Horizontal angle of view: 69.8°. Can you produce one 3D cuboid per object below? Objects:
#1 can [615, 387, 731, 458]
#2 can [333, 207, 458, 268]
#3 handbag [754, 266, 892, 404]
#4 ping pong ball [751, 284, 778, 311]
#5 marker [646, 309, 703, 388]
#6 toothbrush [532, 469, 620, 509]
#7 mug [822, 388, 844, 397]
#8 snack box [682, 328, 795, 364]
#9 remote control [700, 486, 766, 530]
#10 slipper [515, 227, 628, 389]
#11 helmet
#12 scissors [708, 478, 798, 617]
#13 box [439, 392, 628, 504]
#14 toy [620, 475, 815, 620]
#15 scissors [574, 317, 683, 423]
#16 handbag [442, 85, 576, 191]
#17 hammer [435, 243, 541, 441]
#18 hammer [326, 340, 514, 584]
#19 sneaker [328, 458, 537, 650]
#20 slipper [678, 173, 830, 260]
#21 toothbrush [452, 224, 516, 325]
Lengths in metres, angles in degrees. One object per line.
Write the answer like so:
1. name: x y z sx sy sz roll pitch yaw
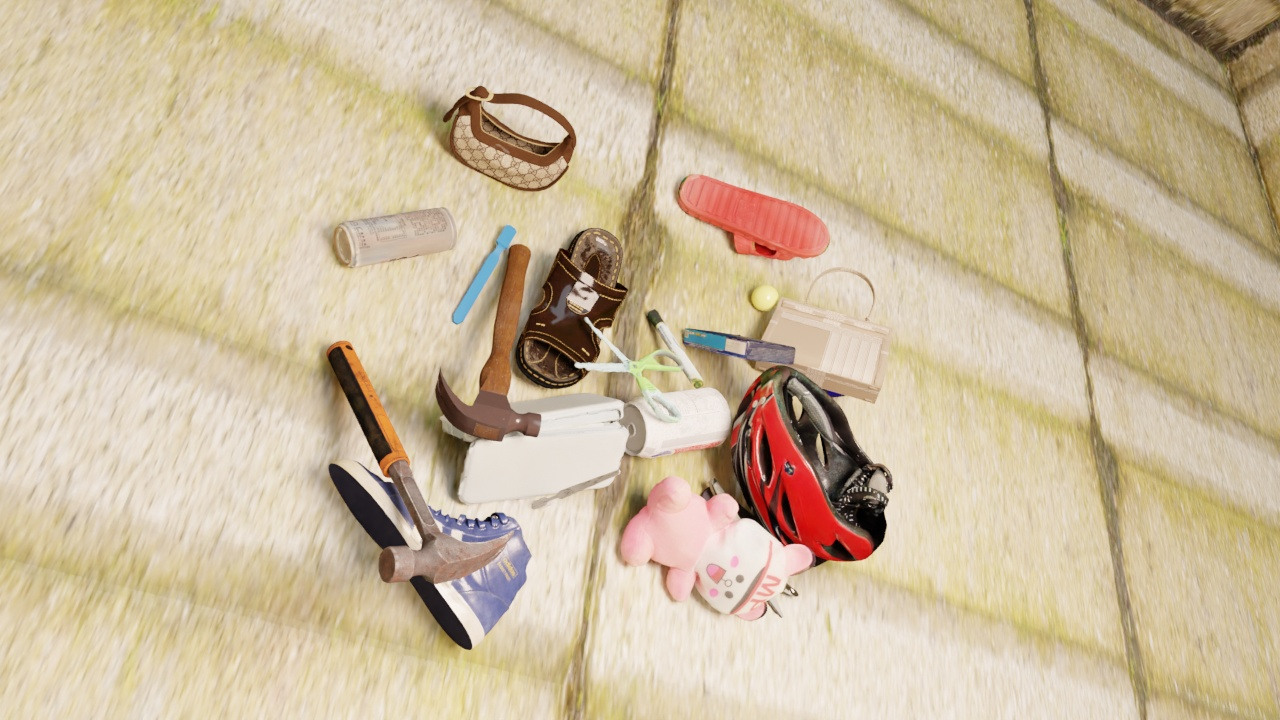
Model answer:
1. can: 0.043 0.079 1.162 0.136 0.078 0.078 -6 70 -36
2. can: -0.286 -0.145 1.075 0.135 0.054 0.054 -17 77 -39
3. handbag: 0.279 -0.056 1.328 0.176 0.062 0.197 17 63 12
4. ping pong ball: 0.186 -0.094 1.371 0.040 0.040 0.040 15 59 -27
5. marker: 0.045 -0.016 1.215 0.017 0.017 0.146 1 42 -33
6. toothbrush: -0.069 0.139 0.989 0.010 0.182 0.010 4 70 -36
7. mug: 0.285 0.004 1.370 0.111 0.079 0.083 -9 69 -6
8. snack box: 0.130 -0.020 1.231 0.082 0.150 0.027 5 95 -29
9. remote control: 0.127 0.209 1.195 0.124 0.009 0.046 38 52 -11
10. slipper: -0.077 -0.076 1.164 0.113 0.076 0.267 33 52 -15
11. helmet: 0.212 0.136 1.178 0.272 0.167 0.216 60 28 -6
12. scissors: 0.120 0.239 1.164 0.187 0.015 0.179 2 77 -24
13. box: -0.118 0.112 1.053 0.215 0.107 0.124 -7 96 -33
14. toy: 0.090 0.227 1.095 0.213 0.142 0.084 30 16 -9
15. scissors: -0.006 0.013 1.112 0.171 0.023 0.167 -2 60 -39
16. handbag: -0.165 -0.291 1.177 0.166 0.139 0.063 23 54 -21
17. hammer: -0.159 -0.034 1.060 0.115 0.033 0.322 14 40 -11
18. hammer: -0.239 0.090 0.914 0.137 0.035 0.314 6 35 -44
19. sneaker: -0.200 0.166 0.946 0.118 0.092 0.233 -38 90 -36
20. slipper: 0.169 -0.209 1.410 0.248 0.059 0.103 19 57 -6
21. toothbrush: -0.196 -0.108 1.146 0.016 0.014 0.166 33 56 -15
